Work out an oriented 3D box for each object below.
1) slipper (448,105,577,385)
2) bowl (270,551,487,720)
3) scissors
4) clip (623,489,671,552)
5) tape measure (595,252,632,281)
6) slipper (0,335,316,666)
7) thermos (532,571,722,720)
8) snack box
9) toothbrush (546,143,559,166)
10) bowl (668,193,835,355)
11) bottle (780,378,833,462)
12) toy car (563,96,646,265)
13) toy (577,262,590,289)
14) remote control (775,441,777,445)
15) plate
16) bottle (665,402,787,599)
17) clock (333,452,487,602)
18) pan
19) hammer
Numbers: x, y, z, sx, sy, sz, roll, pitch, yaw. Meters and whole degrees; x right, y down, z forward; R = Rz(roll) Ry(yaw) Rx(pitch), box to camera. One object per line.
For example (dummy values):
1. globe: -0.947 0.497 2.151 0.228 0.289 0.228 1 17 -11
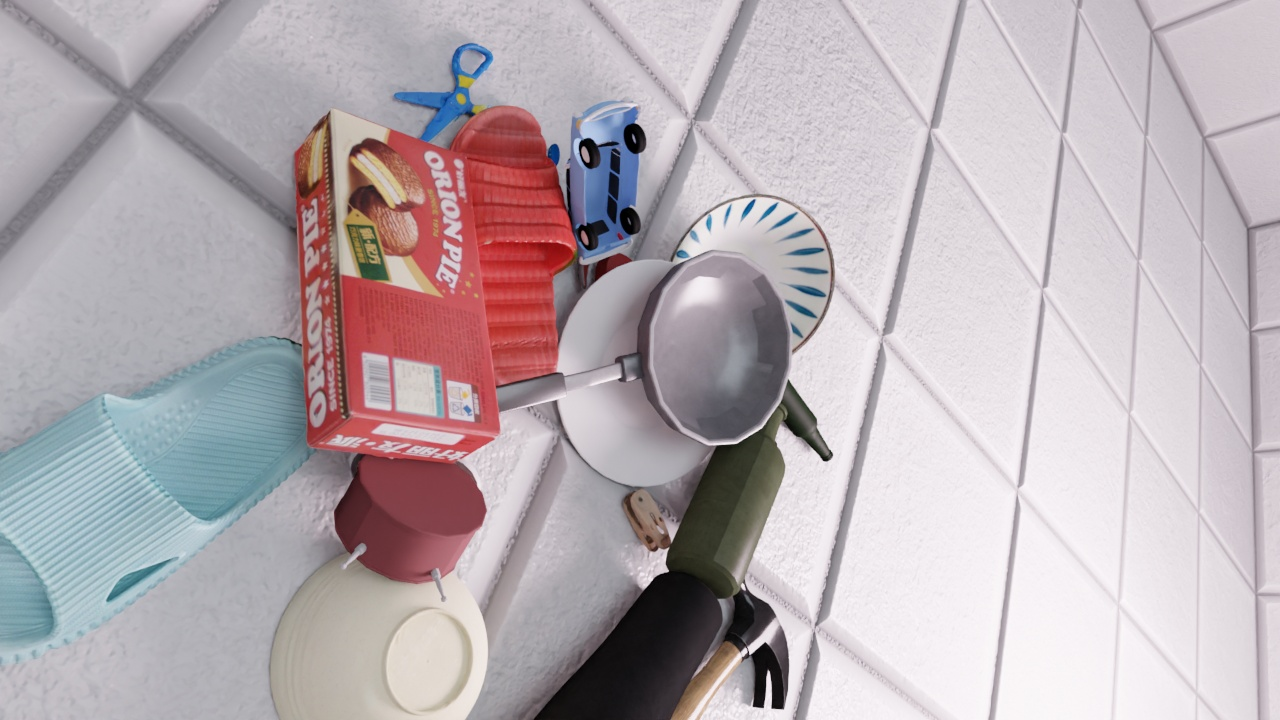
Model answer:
1. slipper: -0.101 -0.093 0.749 0.103 0.059 0.248 0 84 -36
2. bowl: -0.160 0.201 0.618 0.150 0.075 0.150 12 73 -42
3. scissors: -0.149 -0.210 0.774 0.110 0.018 0.130 46 52 -24
4. clip: 0.005 0.147 0.835 0.061 0.049 0.025 38 46 18
5. tape measure: -0.019 -0.072 0.862 0.059 0.019 0.051 21 64 -48
6. slipper: -0.284 0.070 0.534 0.275 0.070 0.116 -41 112 -43
7. thermos: -0.011 0.267 0.737 0.217 0.106 0.106 -45 112 -46
8. snack box: -0.171 -0.052 0.639 0.113 0.060 0.236 12 58 -43
9. toothbrush: -0.086 -0.129 0.813 0.021 0.017 0.135 15 74 -38
10. bowl: 0.100 -0.083 0.923 0.177 0.071 0.177 -4 109 -13
11. bottle: 0.177 0.067 1.013 0.123 0.033 0.032 51 50 -24
12. toy car: -0.033 -0.150 0.763 0.056 0.154 0.055 -24 54 -23
13. toy: -0.046 -0.123 0.839 0.049 0.030 0.111 37 67 -38
14. remote control: 0.098 0.127 0.930 0.047 0.022 0.149 50 49 -23
15. plate: 0.009 0.012 0.848 0.208 0.015 0.208 -3 95 -35
16. bottle: 0.092 0.120 0.863 0.071 0.072 0.206 50 48 -24
17. clock: -0.157 0.097 0.631 0.096 0.048 0.137 25 22 -21
18. pan: -0.005 0.004 0.794 0.356 0.041 0.178 -13 100 -37
19. hammer: 0.034 0.323 0.812 0.304 0.040 0.132 -37 103 -42
